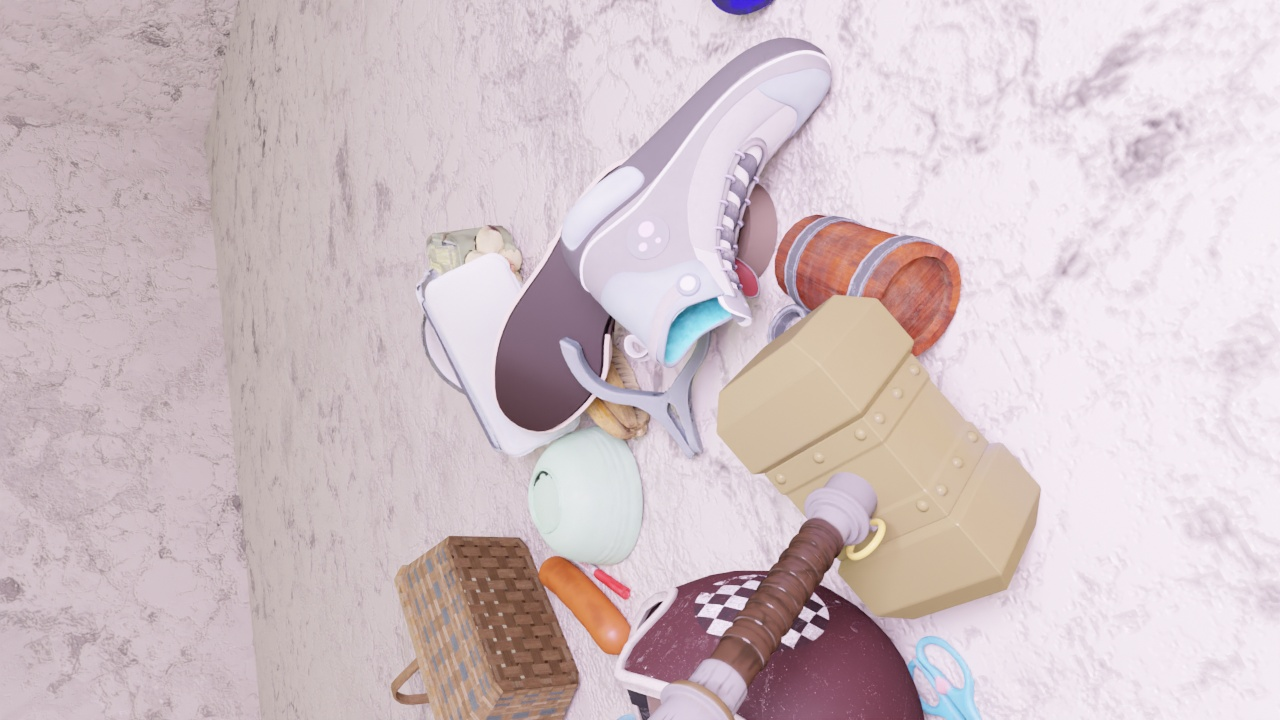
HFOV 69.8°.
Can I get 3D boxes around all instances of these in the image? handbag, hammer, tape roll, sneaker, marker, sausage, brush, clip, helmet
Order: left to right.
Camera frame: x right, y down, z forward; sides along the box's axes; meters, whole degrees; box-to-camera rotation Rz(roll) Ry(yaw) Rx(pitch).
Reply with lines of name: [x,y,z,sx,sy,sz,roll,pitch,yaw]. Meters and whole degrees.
handbag: [-0.199,-0.080,1.143,0.117,0.113,0.187,17,112,31]
sausage: [-0.061,0.257,0.981,0.164,0.039,0.044,31,131,52]
sneaker: [-0.053,-0.069,0.901,0.294,0.111,0.116,-63,1,18]
marker: [-0.053,0.226,0.996,0.142,0.012,0.013,19,105,55]
brush: [-0.045,0.011,0.957,0.195,0.043,0.059,56,134,41]
clip: [-0.011,0.005,0.837,0.165,0.031,0.169,3,99,12]
tape roll: [0.076,-0.110,0.794,0.094,0.030,0.093,-1,89,56]
sneaker: [0.070,-0.115,0.693,0.257,0.093,0.160,-39,62,8]
helmet: [0.065,0.267,0.609,0.234,0.252,0.233,-1,105,33]
hammer: [0.080,0.120,0.495,0.190,0.323,0.101,49,138,0]

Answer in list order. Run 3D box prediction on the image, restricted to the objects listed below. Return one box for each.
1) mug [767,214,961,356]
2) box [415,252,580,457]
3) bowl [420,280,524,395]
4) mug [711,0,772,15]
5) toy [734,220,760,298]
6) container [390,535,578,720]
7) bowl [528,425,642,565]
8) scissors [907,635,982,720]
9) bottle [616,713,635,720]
mug: [0.144,-0.041,0.642,0.111,0.081,0.117,38,102,54]
box: [-0.146,-0.013,0.968,0.129,0.105,0.211,-111,-2,-69]
bowl: [-0.169,-0.034,1.060,0.072,0.153,0.154,-73,2,-64]
mug: [0.087,-0.352,0.750,0.111,0.079,0.083,-37,56,17]
toy: [0.065,-0.091,0.752,0.049,0.030,0.111,-23,65,23]
container: [-0.196,0.347,1.084,0.187,0.157,0.249,-53,48,27]
bowl: [-0.069,0.144,0.963,0.151,0.076,0.151,0,90,55]
scissors: [0.219,0.244,0.596,0.056,0.015,0.136,-63,39,30]
bottle: [-0.007,0.418,0.901,0.040,0.040,0.130,3,92,56]
